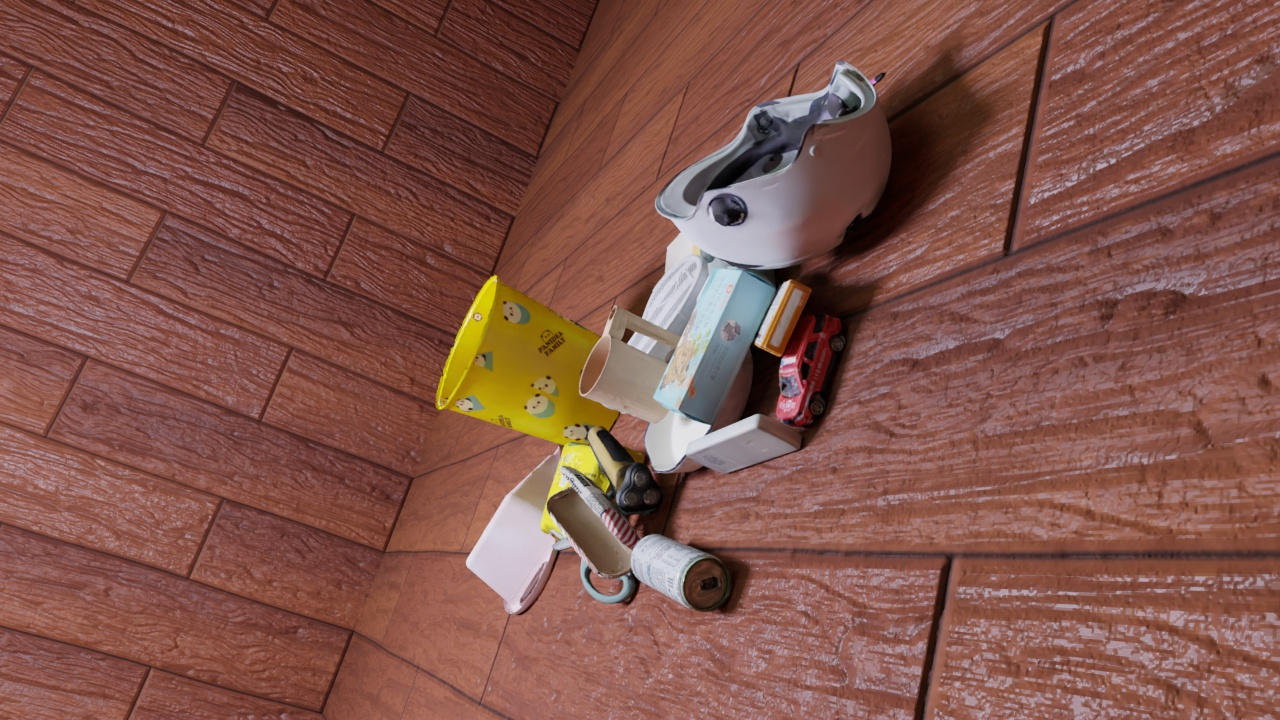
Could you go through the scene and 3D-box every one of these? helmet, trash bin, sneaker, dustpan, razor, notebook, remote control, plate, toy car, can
[{"bbox_3d":[0.157,-0.184,0.987,0.259,0.146,0.228,-26,23,31],"label":"helmet"},{"bbox_3d":[-0.167,0.019,1.482,0.230,0.255,0.229,-53,23,33],"label":"trash bin"},{"bbox_3d":[0.040,-0.026,1.255,0.242,0.090,0.089,-57,35,6],"label":"sneaker"},{"bbox_3d":[-0.180,0.301,1.563,0.223,0.139,0.272,-59,-8,24],"label":"dustpan"},{"bbox_3d":[-0.027,0.133,1.179,0.167,0.062,0.068,-131,44,-55],"label":"razor"},{"bbox_3d":[0.072,-0.146,1.418,0.146,0.010,0.205,-46,27,45],"label":"notebook"},{"bbox_3d":[0.106,0.089,0.967,0.150,0.058,0.021,-31,36,58],"label":"remote control"},{"bbox_3d":[0.073,0.047,1.130,0.205,0.045,0.204,-54,23,34],"label":"plate"},{"bbox_3d":[0.167,0.008,0.925,0.053,0.045,0.120,-18,53,67],"label":"toy car"},{"bbox_3d":[0.040,0.225,0.979,0.147,0.058,0.058,-4,64,69],"label":"can"}]

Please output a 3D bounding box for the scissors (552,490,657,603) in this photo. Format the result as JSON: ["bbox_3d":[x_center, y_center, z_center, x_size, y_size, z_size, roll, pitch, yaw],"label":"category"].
[{"bbox_3d":[-0.035,0.218,1.178,0.181,0.019,0.170,-52,45,1],"label":"scissors"}]

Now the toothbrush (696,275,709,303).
[{"bbox_3d":[0.092,-0.089,1.174,0.027,0.026,0.220,-53,6,42],"label":"toothbrush"}]

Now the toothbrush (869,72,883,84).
[{"bbox_3d":[0.241,-0.307,1.159,0.190,0.017,0.014,-32,39,53],"label":"toothbrush"}]

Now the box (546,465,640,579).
[{"bbox_3d":[-0.055,0.189,1.139,0.163,0.076,0.088,43,141,45],"label":"box"}]

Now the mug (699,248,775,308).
[{"bbox_3d":[0.111,-0.123,1.118,0.084,0.124,0.103,-31,37,28],"label":"mug"}]

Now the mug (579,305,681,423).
[{"bbox_3d":[-0.007,0.007,1.160,0.084,0.103,0.124,-21,48,65],"label":"mug"}]

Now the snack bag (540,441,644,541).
[{"bbox_3d":[-0.082,0.193,1.338,0.247,0.068,0.158,-10,58,69],"label":"snack bag"}]

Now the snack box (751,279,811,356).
[{"bbox_3d":[0.149,-0.046,0.983,0.153,0.026,0.075,-35,-30,-85],"label":"snack box"}]

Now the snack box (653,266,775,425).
[{"bbox_3d":[0.082,-0.018,1.032,0.175,0.051,0.074,-65,22,-1],"label":"snack box"}]
